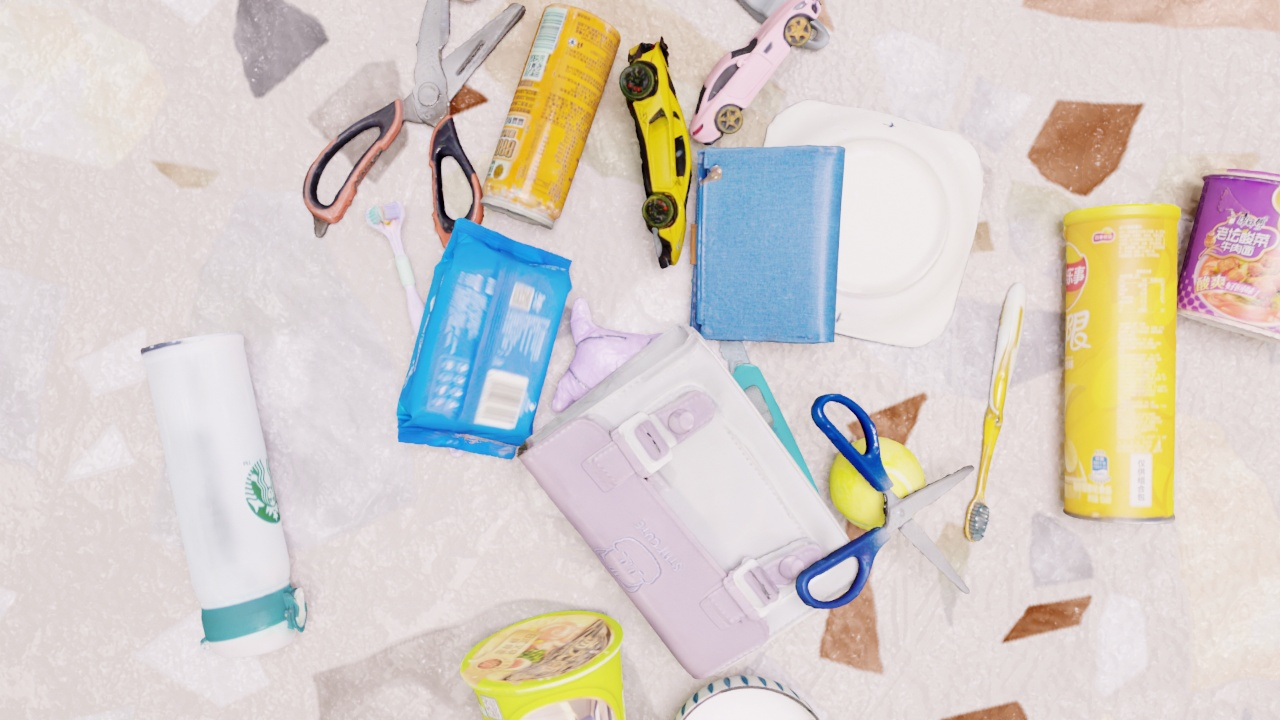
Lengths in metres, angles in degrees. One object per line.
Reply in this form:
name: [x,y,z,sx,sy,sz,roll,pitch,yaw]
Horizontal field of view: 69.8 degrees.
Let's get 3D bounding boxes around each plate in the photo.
plate: [0.159,-0.099,0.652,0.164,0.034,0.163,12,90,1]

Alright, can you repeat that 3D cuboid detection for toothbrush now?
toothbrush: [0.257,0.037,0.659,0.016,0.018,0.191,10,91,-1]
toothbrush: [-0.157,-0.020,0.658,0.029,0.021,0.189,-15,97,6]

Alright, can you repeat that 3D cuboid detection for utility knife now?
utility knife: [0.088,0.039,0.665,0.029,0.013,0.223,-25,90,2]

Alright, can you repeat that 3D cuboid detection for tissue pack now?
tissue pack: [-0.109,-0.012,0.638,0.095,0.052,0.157,15,92,-28]

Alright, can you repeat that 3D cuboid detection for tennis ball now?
tennis ball: [0.164,0.086,0.638,0.065,0.065,0.065,0,90,1]

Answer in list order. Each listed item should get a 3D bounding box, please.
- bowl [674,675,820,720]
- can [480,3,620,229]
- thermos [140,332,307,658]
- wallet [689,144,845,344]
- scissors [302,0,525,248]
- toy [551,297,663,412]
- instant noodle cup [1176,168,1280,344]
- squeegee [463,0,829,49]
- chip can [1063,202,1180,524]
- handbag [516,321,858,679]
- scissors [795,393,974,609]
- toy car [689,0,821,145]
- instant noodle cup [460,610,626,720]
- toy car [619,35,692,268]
bowl: [0.073,0.275,0.642,0.116,0.066,0.116,0,90,0]
can: [-0.063,-0.170,0.643,0.058,0.058,0.146,19,91,1]
thermos: [-0.290,0.095,0.647,0.073,0.073,0.224,-12,91,1]
wallet: [0.084,-0.079,0.628,0.106,0.040,0.133,4,94,23]
scissors: [-0.161,-0.171,0.668,0.189,0.015,0.227,-13,89,1]
toy: [-0.004,0.004,0.653,0.108,0.039,0.084,10,95,0]
instant noodle cup: [0.419,-0.066,0.615,0.111,0.111,0.099,17,98,1]
squeegee: [0.031,-0.297,0.650,0.249,0.040,0.248,34,103,-6]
chip can: [0.330,0.002,0.631,0.072,0.072,0.213,0,90,1]
handbag: [0.033,0.094,0.602,0.145,0.098,0.197,-37,99,5]
scissors: [0.155,0.099,0.587,0.173,0.012,0.162,49,63,-12]
toy car: [0.074,-0.202,0.629,0.037,0.056,0.123,34,110,-16]
instant noodle cup: [-0.056,0.253,0.629,0.112,0.111,0.123,-10,98,1]
toy car: [0.015,-0.142,0.637,0.041,0.071,0.156,-8,93,5]
